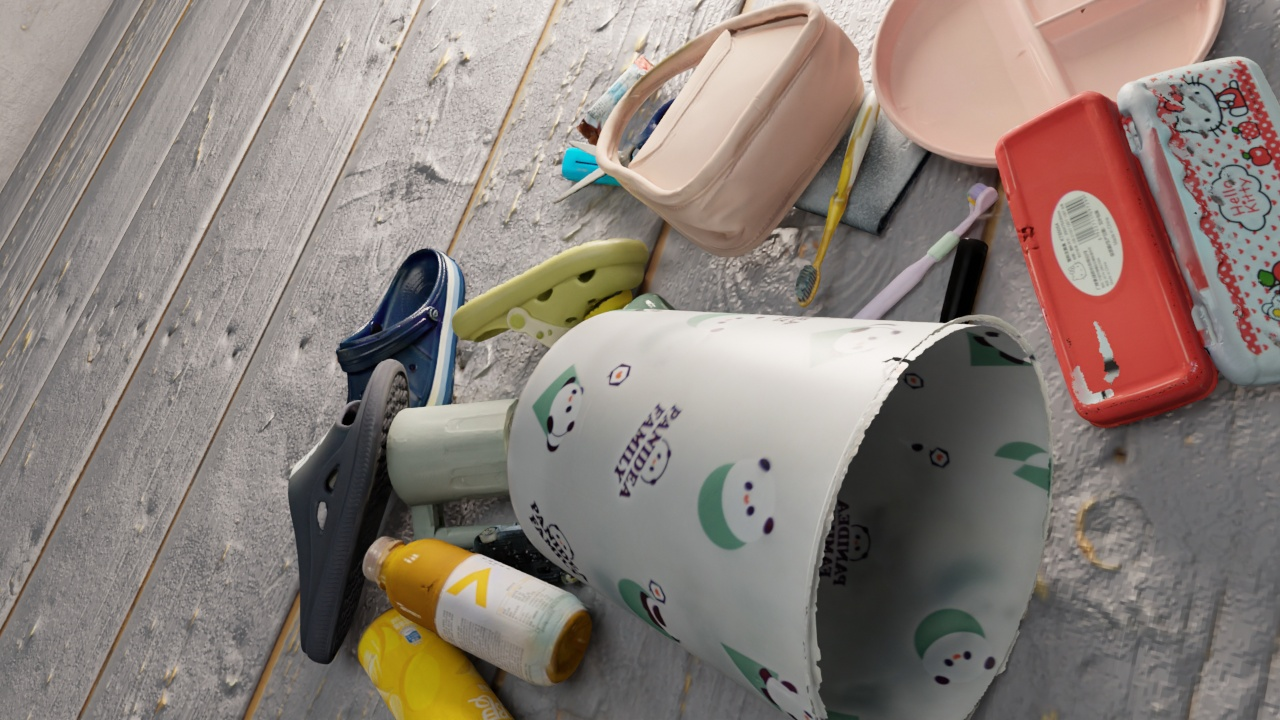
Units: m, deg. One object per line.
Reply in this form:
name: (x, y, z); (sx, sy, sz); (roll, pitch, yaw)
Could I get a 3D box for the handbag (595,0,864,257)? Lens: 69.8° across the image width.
handbag: (0.049, -0.201, 0.762); (0.234, 0.093, 0.193); (29, 82, 48)

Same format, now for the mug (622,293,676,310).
mug: (-0.004, 0.004, 0.721); (0.106, 0.082, 0.111); (-46, 16, 7)

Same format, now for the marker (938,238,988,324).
marker: (0.207, -0.020, 0.607); (0.022, 0.020, 0.132); (1, 67, 49)

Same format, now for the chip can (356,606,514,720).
chip can: (-0.133, 0.267, 0.673); (0.213, 0.072, 0.072); (34, 89, 44)

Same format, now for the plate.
plate: (0.280, -0.233, 0.652); (0.230, 0.028, 0.229); (-13, 62, 26)

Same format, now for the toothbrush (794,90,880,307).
toothbrush: (0.148, -0.126, 0.685); (0.016, 0.018, 0.191); (10, 71, 34)

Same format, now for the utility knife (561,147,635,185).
utility knife: (-0.005, -0.176, 0.854); (0.191, 0.018, 0.034); (16, 76, 40)

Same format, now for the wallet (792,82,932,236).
wallet: (0.176, -0.159, 0.710); (0.097, 0.019, 0.120); (29, 84, 41)

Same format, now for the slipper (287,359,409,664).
slipper: (-0.264, 0.125, 0.780); (0.110, 0.083, 0.268); (-107, 32, -82)

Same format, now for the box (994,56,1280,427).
box: (0.304, -0.073, 0.529); (0.161, 0.060, 0.200); (-19, 66, 26)

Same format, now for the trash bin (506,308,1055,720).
trash bin: (0.067, 0.073, 0.535); (0.252, 0.229, 0.229); (13, 74, 46)

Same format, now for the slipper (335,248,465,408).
slipper: (-0.238, -0.006, 0.888); (0.105, 0.095, 0.252); (-9, 58, 36)

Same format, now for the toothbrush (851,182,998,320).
toothbrush: (0.177, -0.050, 0.648); (0.021, 0.029, 0.189); (45, 99, 5)

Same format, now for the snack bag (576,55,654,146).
snack bag: (-0.020, -0.257, 0.903); (0.105, 0.026, 0.045); (-45, 57, 10)

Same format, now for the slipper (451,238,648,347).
slipper: (-0.072, -0.045, 0.802); (0.191, 0.091, 0.081); (-22, 92, 17)

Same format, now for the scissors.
scissors: (-0.005, -0.188, 0.842); (0.162, 0.012, 0.176); (-47, 48, -1)

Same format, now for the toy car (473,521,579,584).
toy car: (-0.084, 0.149, 0.719); (0.106, 0.031, 0.049); (-12, 99, 27)

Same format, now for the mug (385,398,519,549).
mug: (-0.142, 0.095, 0.763); (0.103, 0.083, 0.124); (-8, 88, 15)

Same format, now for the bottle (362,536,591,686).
bottle: (-0.129, 0.181, 0.693); (0.190, 0.068, 0.068); (16, 76, 26)
